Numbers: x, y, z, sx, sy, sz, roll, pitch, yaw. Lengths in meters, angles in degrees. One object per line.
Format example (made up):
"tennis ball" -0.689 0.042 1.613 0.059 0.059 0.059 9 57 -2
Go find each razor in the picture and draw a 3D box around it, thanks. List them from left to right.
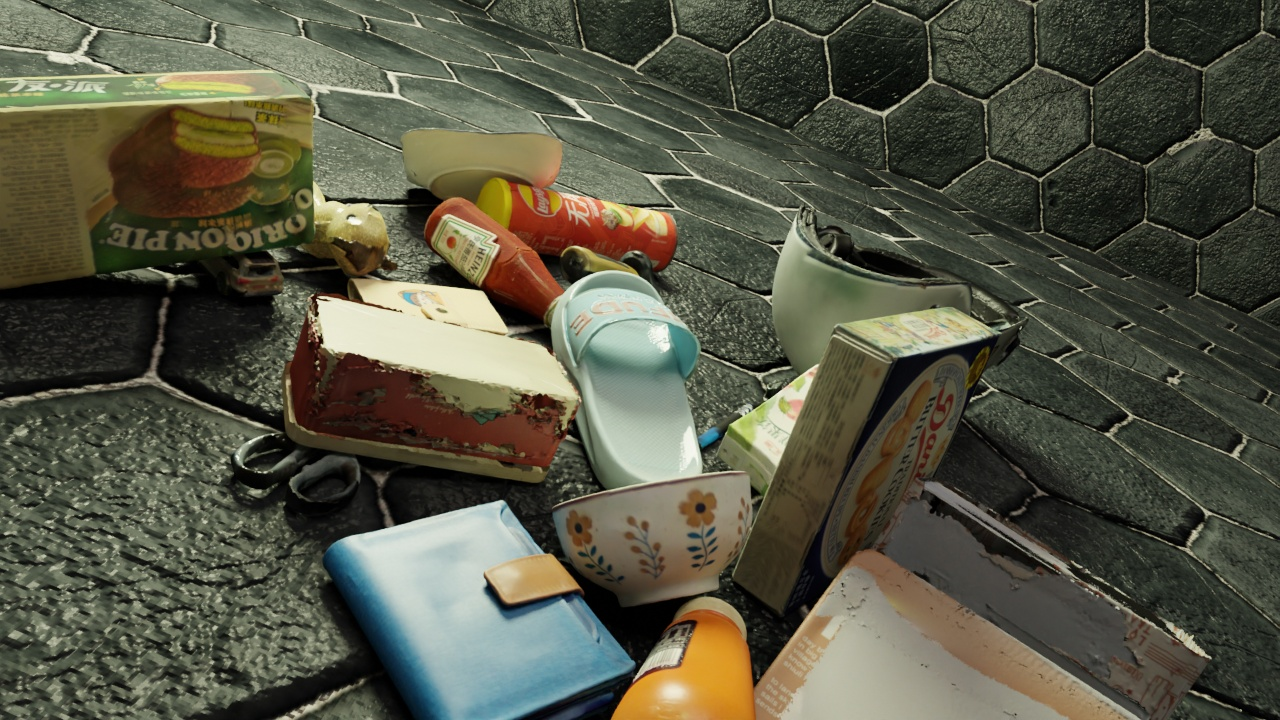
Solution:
"razor" -0.029 -0.079 0.844 0.062 0.067 0.167 26 4 18

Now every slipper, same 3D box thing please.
"slipper" -0.004 0.004 0.685 0.104 0.074 0.245 12 38 -22

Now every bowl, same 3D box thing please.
"bowl" 0.011 0.102 0.513 0.113 0.114 0.062 -1 73 -41

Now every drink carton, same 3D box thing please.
"drink carton" 0.118 0.054 0.717 0.053 0.046 0.122 41 48 22

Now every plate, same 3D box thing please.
"plate" -0.166 -0.196 0.967 0.163 0.034 0.164 0 -11 -10

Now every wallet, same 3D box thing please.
"wallet" -0.168 -0.038 0.736 0.115 0.024 0.087 5 30 -35
"wallet" -0.079 0.125 0.447 0.106 0.040 0.133 -7 37 -40

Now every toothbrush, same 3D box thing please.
"toothbrush" 0.085 0.045 0.780 0.014 0.016 0.189 24 23 24

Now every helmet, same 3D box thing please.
"helmet" 0.233 -0.031 0.894 0.230 0.157 0.273 35 16 32

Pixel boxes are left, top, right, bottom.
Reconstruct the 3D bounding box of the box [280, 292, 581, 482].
"box" -0.126 0.012 0.573 0.168 0.080 0.091 13 23 -30

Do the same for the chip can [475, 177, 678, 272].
"chip can" -0.064 -0.141 0.981 0.216 0.073 0.073 5 28 -33

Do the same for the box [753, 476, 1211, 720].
"box" 0.195 0.165 0.508 0.179 0.126 0.272 33 31 24

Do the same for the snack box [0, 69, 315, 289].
"snack box" -0.340 -0.123 0.602 0.239 0.115 0.063 -17 42 -37

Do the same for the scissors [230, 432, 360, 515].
"scissors" -0.185 0.040 0.567 0.135 0.014 0.174 11 25 -26

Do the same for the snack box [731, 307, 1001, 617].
"snack box" 0.152 0.059 0.601 0.046 0.178 0.182 32 26 33

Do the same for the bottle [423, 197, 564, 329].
"bottle" -0.106 -0.070 0.814 0.206 0.060 0.059 38 28 20

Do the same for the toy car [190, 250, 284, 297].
"toy car" -0.305 -0.077 0.689 0.090 0.035 0.042 34 25 31

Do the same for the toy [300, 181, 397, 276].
"toy" -0.262 -0.118 0.773 0.157 0.066 0.105 34 10 38

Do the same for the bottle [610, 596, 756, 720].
"bottle" 0.027 0.157 0.442 0.067 0.067 0.149 24 16 5
